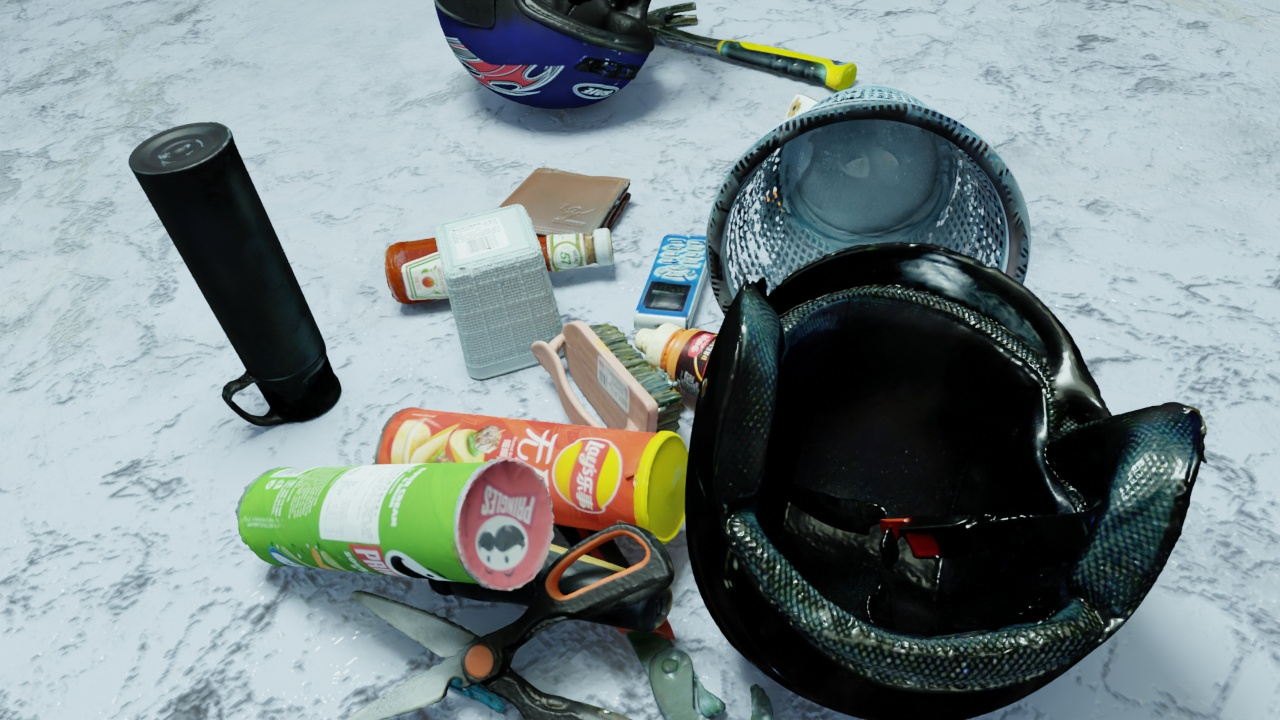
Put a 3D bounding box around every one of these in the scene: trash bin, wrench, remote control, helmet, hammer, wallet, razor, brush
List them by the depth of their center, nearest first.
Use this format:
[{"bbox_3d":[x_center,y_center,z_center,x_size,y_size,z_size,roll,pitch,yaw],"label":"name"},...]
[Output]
[{"bbox_3d":[0.140,0.065,0.509,0.233,0.231,0.273,18,48,6],"label":"helmet"},{"bbox_3d":[-0.060,0.136,0.586,0.168,0.062,0.067,9,12,23],"label":"razor"},{"bbox_3d":[-0.010,0.146,0.601,0.056,0.016,0.273,-29,46,-17],"label":"wrench"},{"bbox_3d":[-0.030,0.018,0.707,0.073,0.063,0.145,-17,42,-25],"label":"brush"},{"bbox_3d":[0.179,-0.120,0.734,0.227,0.227,0.194,4,32,13],"label":"trash bin"},{"bbox_3d":[0.032,-0.069,0.819,0.049,0.024,0.124,6,44,15],"label":"remote control"},{"bbox_3d":[-0.082,-0.151,0.921,0.125,0.032,0.101,12,49,21],"label":"wallet"},{"bbox_3d":[-0.088,-0.406,1.033,0.316,0.241,0.246,19,22,37],"label":"helmet"},{"bbox_3d":[0.120,-0.389,1.141,0.323,0.032,0.125,26,54,32],"label":"hammer"}]

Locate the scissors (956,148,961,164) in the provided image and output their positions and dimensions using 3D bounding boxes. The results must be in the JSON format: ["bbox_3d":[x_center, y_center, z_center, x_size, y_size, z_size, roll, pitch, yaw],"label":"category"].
[{"bbox_3d":[0.256,-0.226,0.923,0.226,0.015,0.188,18,23,11],"label":"scissors"}]

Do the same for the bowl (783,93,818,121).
[{"bbox_3d":[0.182,-0.204,0.897,0.062,0.113,0.113,-55,47,13],"label":"bowl"}]

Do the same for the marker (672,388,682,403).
[{"bbox_3d":[-0.004,0.004,0.754,0.018,0.015,0.124,-7,35,-34],"label":"marker"}]

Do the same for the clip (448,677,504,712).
[{"bbox_3d":[-0.102,0.197,0.564,0.055,0.013,0.038,24,52,32],"label":"clip"}]

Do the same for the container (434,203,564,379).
[{"bbox_3d":[-0.119,-0.061,0.770,0.090,0.112,0.090,-16,43,-8],"label":"container"}]

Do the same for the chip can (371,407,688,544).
[{"bbox_3d":[-0.077,0.073,0.626,0.217,0.073,0.073,5,44,26],"label":"chip can"}]

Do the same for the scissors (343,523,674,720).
[{"bbox_3d":[-0.070,0.174,0.540,0.221,0.021,0.229,39,87,23],"label":"scissors"}]

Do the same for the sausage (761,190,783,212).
[{"bbox_3d":[0.192,-0.140,0.871,0.165,0.021,0.021,14,47,23],"label":"sausage"}]

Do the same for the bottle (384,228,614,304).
[{"bbox_3d":[-0.128,-0.092,0.843,0.206,0.060,0.059,-7,43,1],"label":"bottle"}]

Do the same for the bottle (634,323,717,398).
[{"bbox_3d":[0.057,0.006,0.704,0.150,0.067,0.066,23,51,31],"label":"bottle"}]

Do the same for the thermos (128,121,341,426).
[{"bbox_3d":[-0.301,-0.049,0.689,0.068,0.243,0.089,24,51,30],"label":"thermos"}]

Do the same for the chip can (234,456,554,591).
[{"bbox_3d":[-0.161,0.098,0.570,0.237,0.072,0.072,-6,37,39],"label":"chip can"}]
